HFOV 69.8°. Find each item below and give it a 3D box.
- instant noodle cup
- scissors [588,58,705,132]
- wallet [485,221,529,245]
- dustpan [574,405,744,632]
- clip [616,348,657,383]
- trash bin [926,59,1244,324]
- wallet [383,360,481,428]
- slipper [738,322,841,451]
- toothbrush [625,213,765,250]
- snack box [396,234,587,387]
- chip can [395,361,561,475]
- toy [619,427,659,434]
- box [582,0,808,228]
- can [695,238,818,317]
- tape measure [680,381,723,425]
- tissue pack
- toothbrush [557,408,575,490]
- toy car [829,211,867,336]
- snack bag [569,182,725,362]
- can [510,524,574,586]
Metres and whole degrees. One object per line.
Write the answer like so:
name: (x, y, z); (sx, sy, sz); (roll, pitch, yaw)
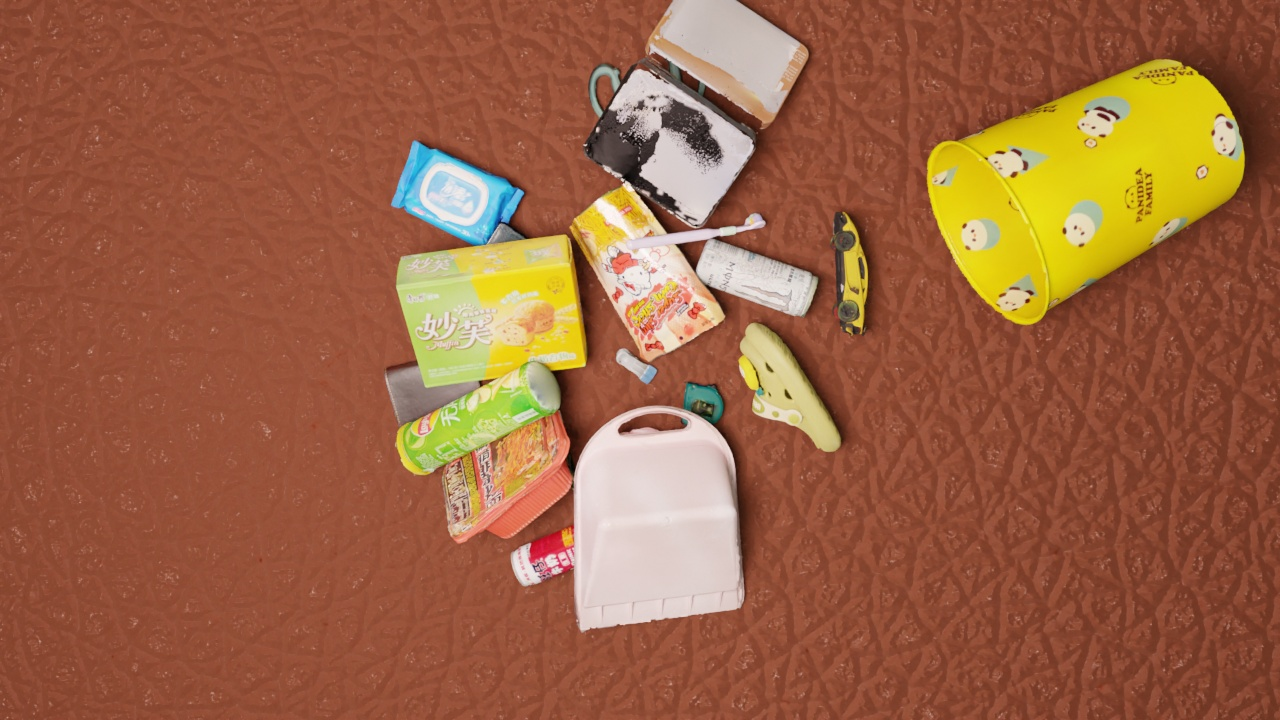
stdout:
instant noodle cup: (-0.158, 0.140, 1.153); (0.189, 0.164, 0.079); (-40, 121, 7)
scissors: (0.027, -0.329, 1.157); (0.179, 0.019, 0.172); (-40, 90, 6)
wallet: (-0.171, -0.103, 1.171); (0.097, 0.019, 0.121); (32, 95, -27)
dustpan: (0.024, 0.200, 1.166); (0.222, 0.138, 0.274); (-3, 131, -10)
clip: (-0.007, 0.006, 1.190); (0.057, 0.029, 0.025); (34, 99, -9)
trash bin: (0.499, -0.199, 1.038); (0.255, 0.229, 0.229); (-27, 92, 1)
wallet: (-0.270, 0.043, 1.212); (0.122, 0.020, 0.096); (-12, 99, 4)
slipper: (0.176, 0.044, 1.144); (0.082, 0.091, 0.190); (-35, 95, 8)
toothbrush: (0.068, -0.156, 1.121); (0.188, 0.029, 0.021); (-14, 112, -24)
snack box: (-0.178, -0.058, 1.125); (0.210, 0.070, 0.158); (-8, 128, -2)
chip can: (-0.201, 0.072, 1.146); (0.222, 0.072, 0.072); (-25, 93, 22)
toy: (0.001, 0.167, 1.187); (0.121, 0.054, 0.159); (-15, 101, 2)
box: (0.069, -0.312, 1.098); (0.179, 0.124, 0.274); (32, 90, -6)
can: (0.144, -0.103, 1.147); (0.147, 0.058, 0.058); (20, 96, 2)
tape measure: (0.080, 0.058, 1.183); (0.054, 0.025, 0.058); (7, 96, 5)
tissue pack: (-0.237, -0.210, 1.170); (0.157, 0.052, 0.095); (26, 96, 2)
toothbrush: (-0.106, 0.081, 1.203); (0.012, 0.017, 0.186); (-16, 95, -32)
toy car: (0.258, -0.107, 1.132); (0.041, 0.071, 0.156); (-4, 94, 6)
snack bag: (0.002, -0.109, 1.151); (0.129, 0.073, 0.208); (-31, 92, 30)
can: (-0.099, 0.248, 1.198); (0.133, 0.053, 0.053); (-24, 93, 6)
